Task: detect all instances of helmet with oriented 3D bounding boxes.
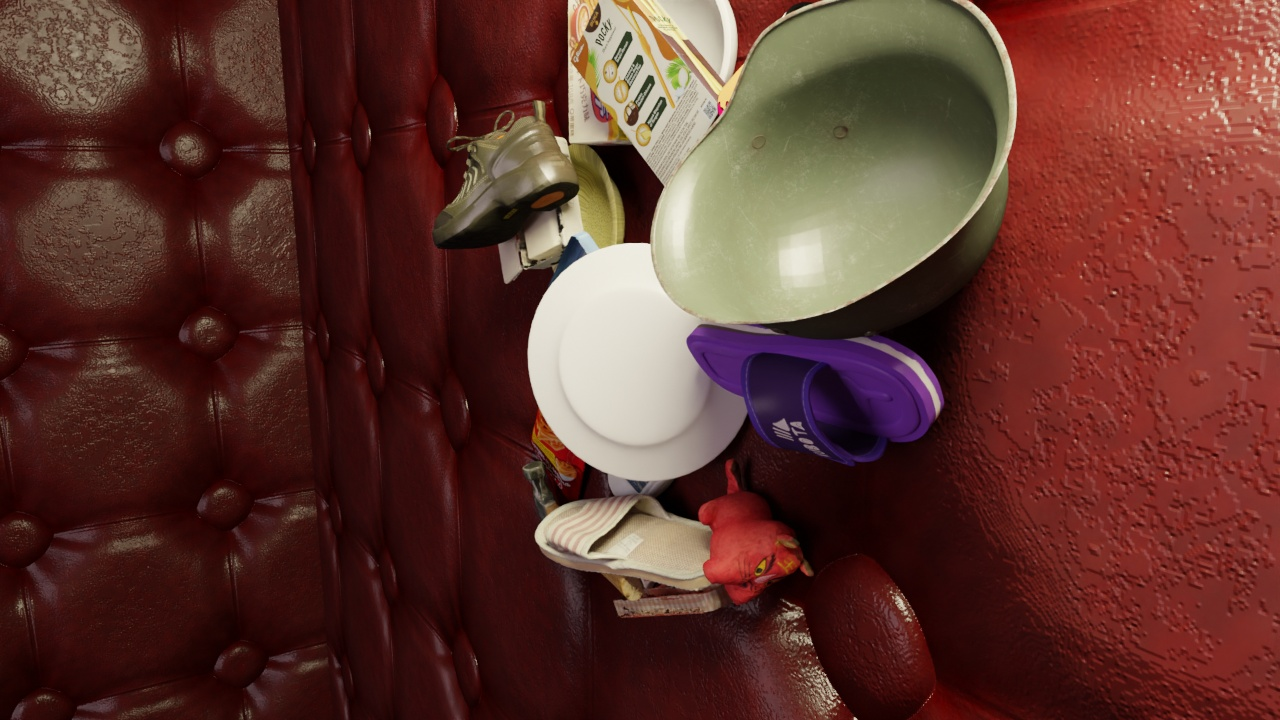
[{"bbox_3d":[0.141,-0.105,0.639,0.268,0.153,0.226,-18,62,31],"label":"helmet"}]

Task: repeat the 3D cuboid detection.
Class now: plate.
[{"bbox_3d":[-0.058,-0.164,1.094,0.184,0.036,0.184,18,111,57],"label":"plate"},{"bbox_3d":[-0.006,0.005,0.917,0.243,0.016,0.242,4,101,19],"label":"plate"}]

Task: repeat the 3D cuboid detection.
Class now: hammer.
[{"bbox_3d":[-0.071,0.222,1.125,0.331,0.033,0.132,19,126,66],"label":"hammer"}]

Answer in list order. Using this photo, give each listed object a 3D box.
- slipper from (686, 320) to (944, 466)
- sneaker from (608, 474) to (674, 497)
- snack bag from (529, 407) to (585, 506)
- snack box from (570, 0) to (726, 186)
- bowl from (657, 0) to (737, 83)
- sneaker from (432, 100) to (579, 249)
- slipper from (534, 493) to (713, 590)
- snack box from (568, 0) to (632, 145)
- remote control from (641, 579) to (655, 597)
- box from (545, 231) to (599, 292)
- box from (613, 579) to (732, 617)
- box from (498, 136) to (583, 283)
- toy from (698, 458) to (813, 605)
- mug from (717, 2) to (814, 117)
[{"bbox_3d":[0.116,0.032,0.750,0.267,0.084,0.107,16,148,55],"label":"slipper"},{"bbox_3d":[0.000,0.078,1.007,0.087,0.079,0.236,58,141,36],"label":"sneaker"},{"bbox_3d":[-0.103,0.100,1.226,0.139,0.066,0.208,52,147,32],"label":"snack bag"},{"bbox_3d":[0.011,-0.264,0.871,0.186,0.031,0.101,56,136,20],"label":"snack box"},{"bbox_3d":[0.044,-0.300,0.883,0.150,0.043,0.150,18,115,45],"label":"bowl"},{"bbox_3d":[-0.179,-0.221,1.063,0.239,0.100,0.143,-21,81,42],"label":"sneaker"},{"bbox_3d":[-0.016,0.187,0.985,0.263,0.114,0.052,3,122,42],"label":"slipper"},{"bbox_3d":[-0.025,-0.348,0.978,0.110,0.061,0.230,19,112,55],"label":"snack box"},{"bbox_3d":[0.012,0.234,1.077,0.038,0.018,0.126,57,142,30],"label":"remote control"},{"bbox_3d":[-0.096,-0.062,1.070,0.073,0.085,0.210,46,151,6],"label":"box"},{"bbox_3d":[0.034,0.245,0.993,0.188,0.056,0.070,-25,58,51],"label":"box"},{"bbox_3d":[-0.133,-0.180,1.134,0.188,0.057,0.144,-18,79,56],"label":"box"},{"bbox_3d":[0.112,0.156,0.872,0.094,0.088,0.132,-24,51,25],"label":"toy"},{"bbox_3d":[0.134,-0.208,0.740,0.118,0.081,0.098,50,144,0],"label":"mug"}]
